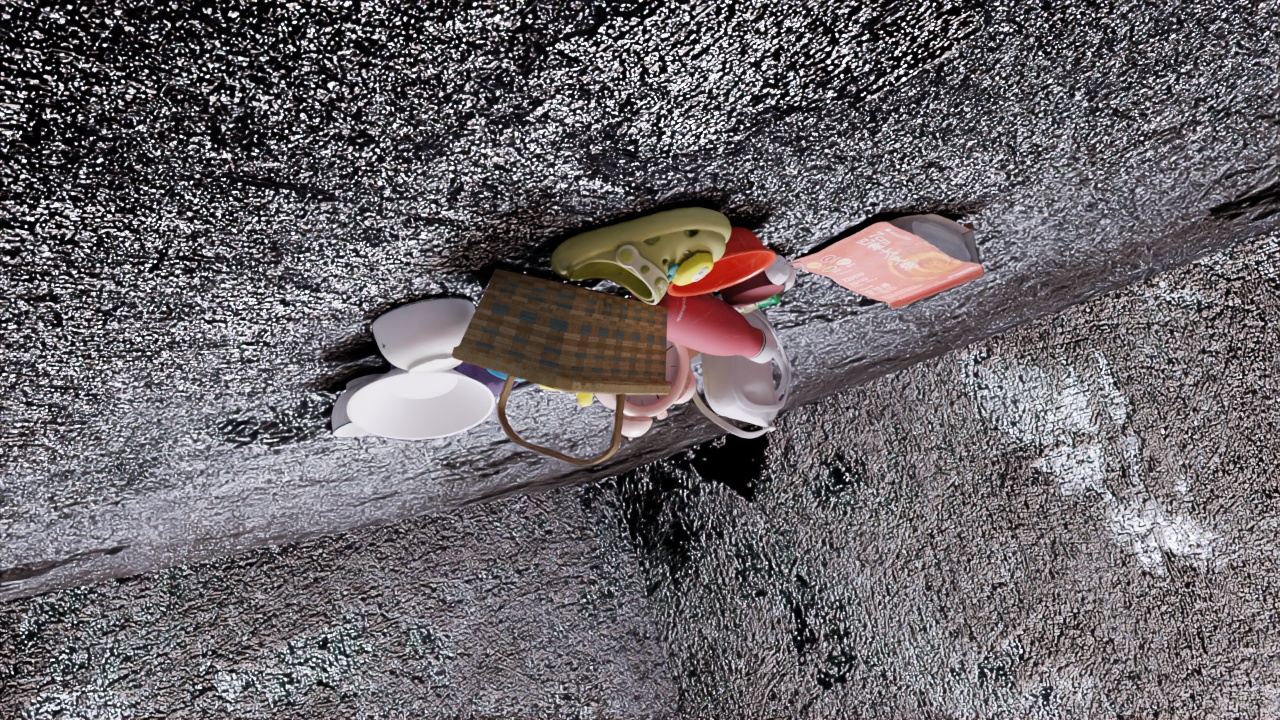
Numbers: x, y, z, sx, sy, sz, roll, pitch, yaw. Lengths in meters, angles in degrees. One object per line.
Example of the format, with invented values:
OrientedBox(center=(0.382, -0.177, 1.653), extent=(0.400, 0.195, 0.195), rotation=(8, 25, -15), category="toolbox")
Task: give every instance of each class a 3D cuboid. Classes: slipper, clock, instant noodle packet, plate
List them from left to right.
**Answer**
OrientedBox(center=(-0.267, 0.042, 1.120), extent=(0.174, 0.036, 0.174), rotation=(-8, 151, -5), category="plate")
OrientedBox(center=(-0.007, 0.007, 1.201), extent=(0.130, 0.160, 0.086), rotation=(-36, -161, -23), category="clock")
OrientedBox(center=(0.006, -0.100, 0.932), extent=(0.190, 0.081, 0.092), rotation=(-12, 166, -10), category="slipper")
OrientedBox(center=(0.153, -0.106, 1.204), extent=(0.125, 0.044, 0.087), rotation=(-20, 169, 16), category="clock")
OrientedBox(center=(0.336, -0.141, 1.263), extent=(0.220, 0.084, 0.165), rotation=(4, 164, -38), category="instant noodle packet")

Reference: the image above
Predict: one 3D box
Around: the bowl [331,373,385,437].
OrientedBox(center=(-0.354, 0.055, 1.219), extent=(0.118, 0.062, 0.118), rotation=(-16, 170, -3), category="bowl")

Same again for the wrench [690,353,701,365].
OrientedBox(center=(0.075, -0.019, 1.507), extent=(0.018, 0.086, 0.272), rotation=(-22, 178, 26), category="wrench")

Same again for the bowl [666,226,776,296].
OrientedBox(center=(0.086, -0.118, 1.045), extent=(0.130, 0.045, 0.130), rotation=(-16, 169, -3), category="bowl")

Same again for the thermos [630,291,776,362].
OrientedBox(center=(0.090, -0.044, 1.175), extent=(0.239, 0.073, 0.073), rotation=(19, 147, -41), category="thermos")

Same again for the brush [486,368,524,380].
OrientedBox(center=(-0.137, 0.002, 1.211), extent=(0.135, 0.055, 0.075), rotation=(-3, -156, -21), category="brush")

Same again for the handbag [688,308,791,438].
OrientedBox(center=(0.171, 0.021, 1.423), extent=(0.096, 0.215, 0.222), rotation=(-13, 164, 35), category="handbag")

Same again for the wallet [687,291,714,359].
OrientedBox(center=(0.059, -0.035, 1.280), extent=(0.120, 0.087, 0.013), rotation=(-29, -143, -14), category="wallet")

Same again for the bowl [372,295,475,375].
OrientedBox(center=(-0.232, -0.022, 1.013), extent=(0.113, 0.063, 0.113), rotation=(-15, 170, -3), category="bowl")

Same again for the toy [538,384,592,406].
OrientedBox(center=(-0.045, 0.001, 1.316), extent=(0.207, 0.092, 0.134), rotation=(-12, 133, -15), category="toy")

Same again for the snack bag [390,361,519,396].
OrientedBox(center=(-0.247, 0.026, 1.245), extent=(0.096, 0.058, 0.205), rotation=(-20, 167, 15), category="snack bag")

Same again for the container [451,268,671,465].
OrientedBox(center=(-0.079, 0.013, 1.001), extent=(0.158, 0.186, 0.249), rotation=(15, -175, 27), category="container")

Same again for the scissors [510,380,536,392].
OrientedBox(center=(-0.148, 0.016, 1.428), extent=(0.131, 0.019, 0.149), rotation=(-33, 163, 22), category="scissors")

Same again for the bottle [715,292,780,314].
OrientedBox(center=(0.142, -0.084, 1.306), extent=(0.111, 0.043, 0.043), rotation=(-20, 169, 20), category="bottle")
